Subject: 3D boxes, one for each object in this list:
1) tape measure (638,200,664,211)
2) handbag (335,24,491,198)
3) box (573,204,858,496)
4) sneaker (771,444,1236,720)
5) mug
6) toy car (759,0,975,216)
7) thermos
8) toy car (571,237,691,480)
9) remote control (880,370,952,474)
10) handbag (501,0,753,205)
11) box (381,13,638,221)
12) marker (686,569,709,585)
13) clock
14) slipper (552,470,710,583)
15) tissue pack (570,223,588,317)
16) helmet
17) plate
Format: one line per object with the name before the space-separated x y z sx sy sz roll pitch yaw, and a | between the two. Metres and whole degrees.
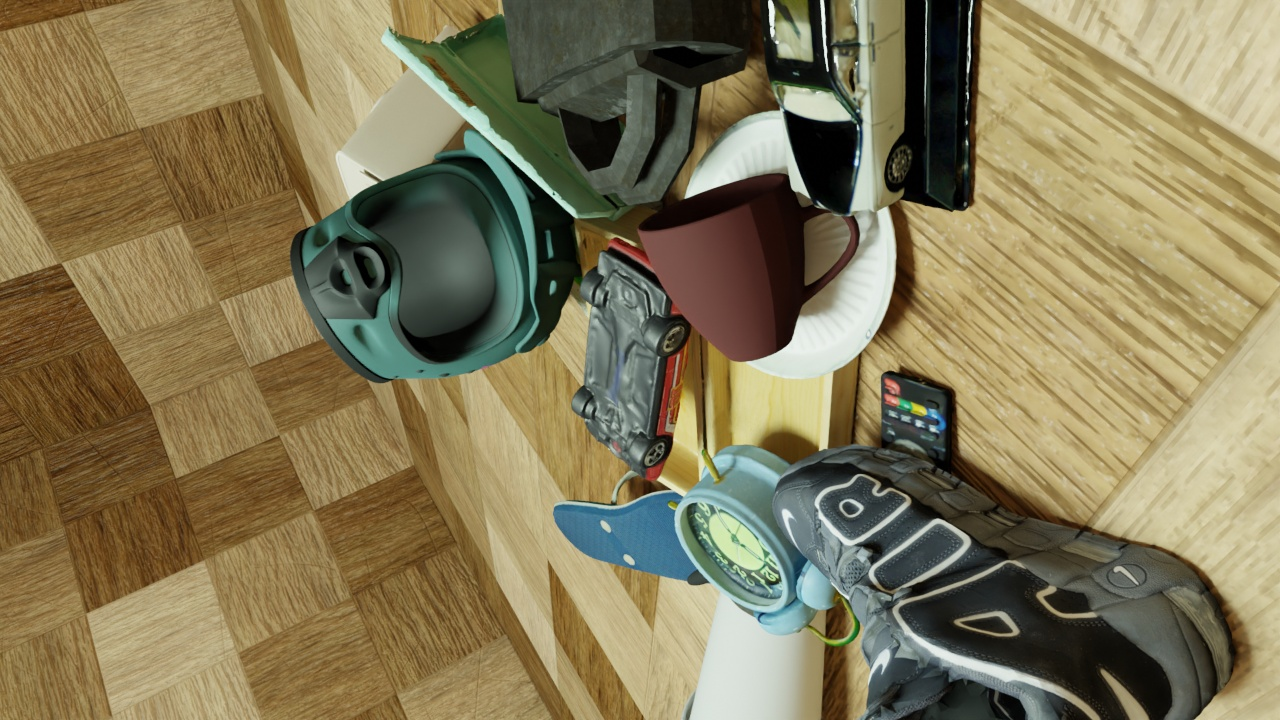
tape measure | -0.005 -0.124 0.739 0.060 0.020 0.062 55 157 26
handbag | -0.215 -0.204 0.928 0.101 0.194 0.198 32 158 -1
box | 0.055 0.028 0.703 0.253 0.068 0.247 38 147 40
sneaker | 0.137 0.135 0.470 0.253 0.150 0.097 19 128 49
mug | 0.066 -0.050 0.506 0.087 0.114 0.088 -62 -46 -64
toy car | 0.090 -0.151 0.405 0.094 0.071 0.192 29 140 44
thermos | 0.103 0.265 0.777 0.131 0.131 0.222 43 142 45
toy car | -0.004 0.004 0.670 0.081 0.056 0.190 36 139 31
remote control | 0.166 0.073 0.548 0.045 0.021 0.141 23 130 48
handbag | -0.006 -0.195 0.549 0.197 0.102 0.199 -166 70 -64
box | -0.079 -0.171 0.652 0.187 0.138 0.052 44 133 9
marker | 0.078 0.184 0.819 0.134 0.018 0.015 -41 36 54
clock | 0.093 0.133 0.649 0.162 0.059 0.118 42 147 16
slipper | 0.019 0.162 0.916 0.296 0.060 0.118 -11 116 50
tissue pack | -0.043 -0.097 0.816 0.114 0.034 0.100 52 141 25
helmet | -0.144 -0.082 0.734 0.275 0.200 0.176 -169 56 -89
plate | 0.084 -0.066 0.540 0.157 0.014 0.157 20 119 43
